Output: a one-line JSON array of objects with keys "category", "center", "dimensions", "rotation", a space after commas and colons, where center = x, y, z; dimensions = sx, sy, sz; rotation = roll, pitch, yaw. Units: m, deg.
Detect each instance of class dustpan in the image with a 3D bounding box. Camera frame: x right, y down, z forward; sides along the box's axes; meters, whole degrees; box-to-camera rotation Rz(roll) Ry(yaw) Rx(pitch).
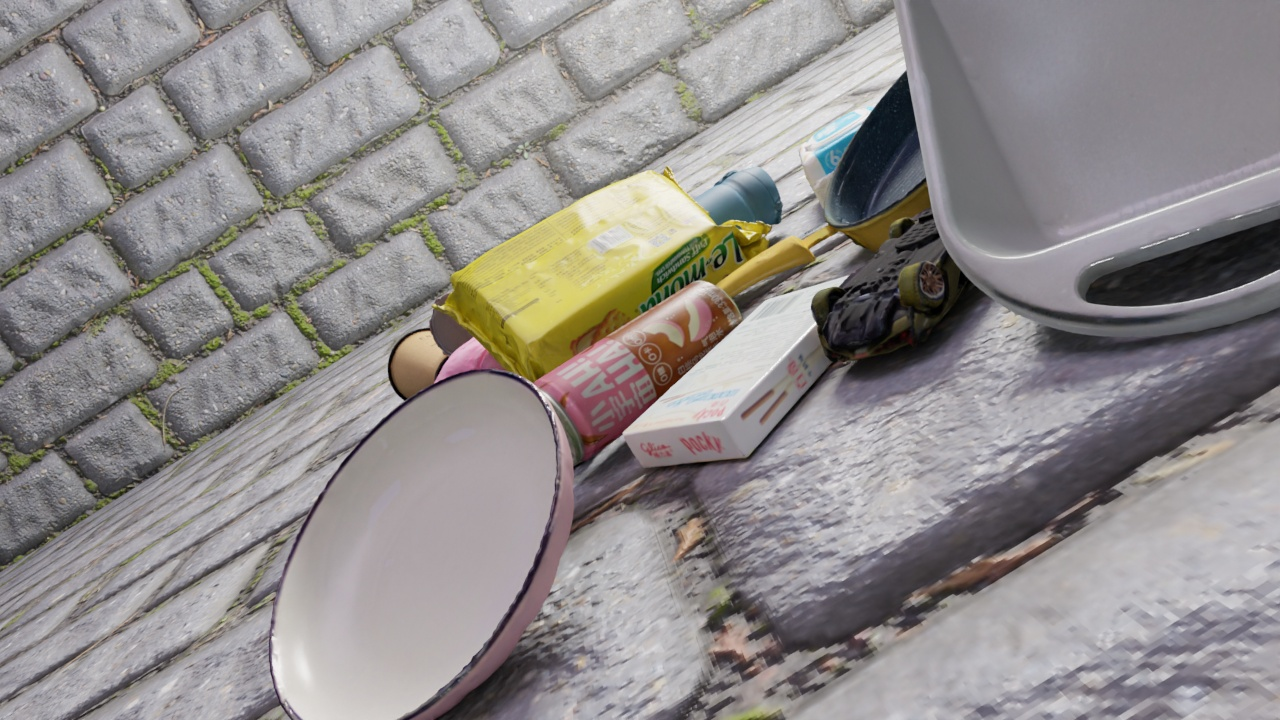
[{"category": "dustpan", "center": [0.214, -0.144, 0.388], "dimensions": [0.223, 0.257, 0.142], "rotation": [-21, -6, 39]}]

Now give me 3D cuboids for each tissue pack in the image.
[{"category": "tissue pack", "center": [0.195, -0.189, 0.845], "dimensions": [0.090, 0.063, 0.139], "rotation": [-28, 14, 15]}]

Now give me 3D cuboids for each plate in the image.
[{"category": "plate", "center": [-0.104, 0.094, 0.457], "dimensions": [0.193, 0.039, 0.192], "rotation": [-24, 44, 26]}]

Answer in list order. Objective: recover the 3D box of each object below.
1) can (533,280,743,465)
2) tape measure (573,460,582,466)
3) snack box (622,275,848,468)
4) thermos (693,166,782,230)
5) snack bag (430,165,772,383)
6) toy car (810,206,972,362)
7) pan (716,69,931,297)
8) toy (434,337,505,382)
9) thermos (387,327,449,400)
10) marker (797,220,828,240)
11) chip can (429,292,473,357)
[{"category": "can", "center": [-0.001, 0.005, 0.585], "dimensions": [0.147, 0.058, 0.058], "rotation": [-34, 13, -27]}, {"category": "tape measure", "center": [-0.051, 0.048, 0.623], "dimensions": [0.066, 0.033, 0.065], "rotation": [-21, 17, 44]}, {"category": "snack box", "center": [0.067, 0.004, 0.531], "dimensions": [0.085, 0.027, 0.156], "rotation": [-14, 23, 51]}, {"category": "thermos", "center": [0.036, -0.104, 0.848], "dimensions": [0.220, 0.070, 0.070], "rotation": [-36, 14, -17]}, {"category": "snack bag", "center": [-0.031, -0.070, 0.743], "dimensions": [0.246, 0.068, 0.158], "rotation": [-34, 46, -16]}, {"category": "toy car", "center": [0.154, -0.051, 0.500], "dimensions": [0.157, 0.042, 0.070], "rotation": [-43, 17, -33]}, {"category": "pan", "center": [0.145, -0.113, 0.649], "dimensions": [0.358, 0.078, 0.197], "rotation": [-50, 14, 17]}, {"category": "toy", "center": [-0.145, 0.015, 0.853], "dimensions": [0.179, 0.074, 0.194], "rotation": [-33, 6, 37]}, {"category": "thermos", "center": [-0.220, 0.013, 1.013], "dimensions": [0.093, 0.093, 0.143], "rotation": [-37, 22, -21]}, {"category": "marker", "center": [0.119, -0.092, 0.776], "dimensions": [0.124, 0.015, 0.018], "rotation": [-31, 17, 0]}, {"category": "chip can", "center": [-0.135, -0.059, 1.002], "dimensions": [0.073, 0.073, 0.216], "rotation": [-24, 3, 30]}]
